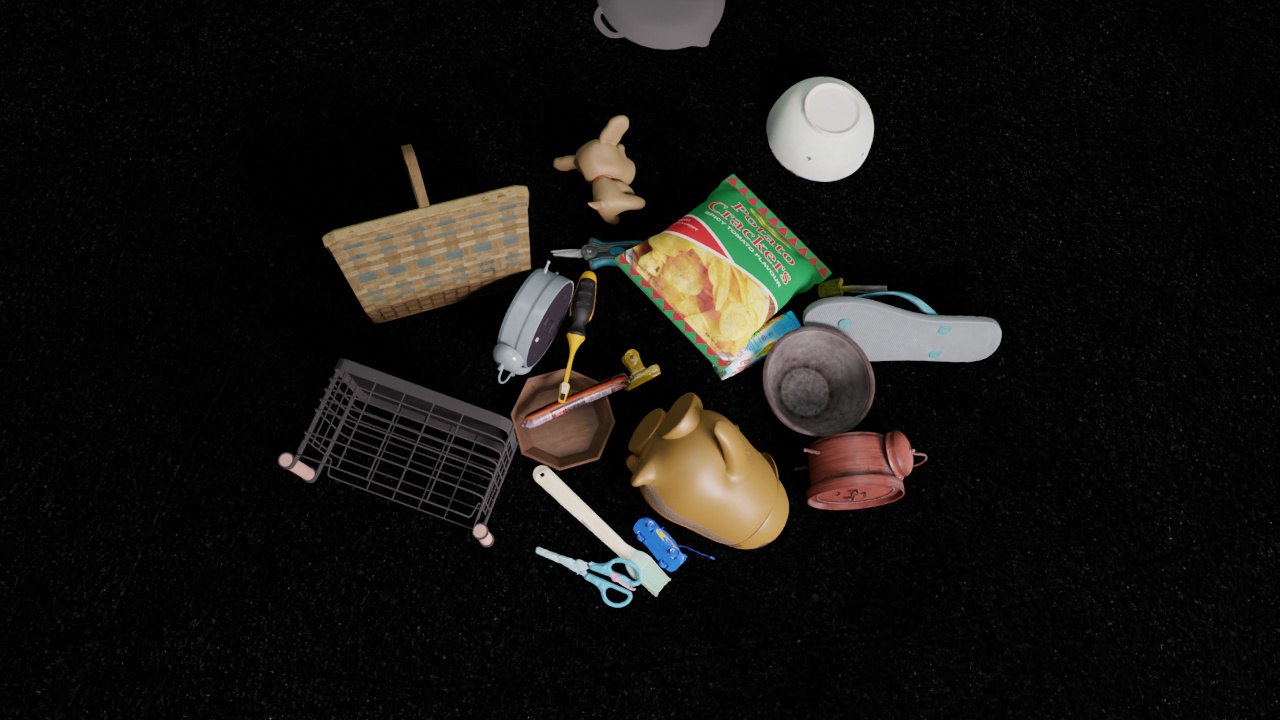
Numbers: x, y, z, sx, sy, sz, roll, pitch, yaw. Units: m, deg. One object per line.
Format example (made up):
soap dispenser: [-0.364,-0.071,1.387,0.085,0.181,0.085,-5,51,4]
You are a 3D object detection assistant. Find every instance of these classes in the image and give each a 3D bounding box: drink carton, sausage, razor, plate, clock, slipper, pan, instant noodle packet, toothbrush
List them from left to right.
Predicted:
clock: [-0.137,-0.042,1.143,0.045,0.122,0.159,28,87,6]
plate: [-0.098,0.075,1.162,0.131,0.025,0.131,2,74,-6]
toothbrush: [-0.082,-0.033,1.176,0.031,0.031,0.196,13,61,-6]
sausage: [-0.079,0.049,1.147,0.155,0.020,0.020,-23,78,-12]
pan: [0.081,-0.584,1.367,0.354,0.024,0.216,-36,81,-15]
instant noodle packet: [0.114,-0.123,1.202,0.195,0.091,0.252,46,57,6]
drink carton: [0.152,-0.019,1.208,0.128,0.044,0.038,-28,79,-14]
razor: [0.294,-0.097,1.243,0.105,0.043,0.026,-2,85,-30]
clock: [0.278,0.136,1.142,0.158,0.121,0.072,-4,67,1]
slipper: [0.342,-0.043,1.223,0.268,0.098,0.054,8,40,-6]

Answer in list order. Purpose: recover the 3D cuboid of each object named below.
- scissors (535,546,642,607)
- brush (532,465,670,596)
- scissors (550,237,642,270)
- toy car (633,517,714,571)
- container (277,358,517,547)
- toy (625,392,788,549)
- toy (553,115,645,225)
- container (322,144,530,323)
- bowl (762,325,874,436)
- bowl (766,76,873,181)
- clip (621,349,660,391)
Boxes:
scissors: [-0.067,0.258,1.122,0.139,0.015,0.063,18,95,9]
brush: [-0.052,0.208,1.139,0.217,0.012,0.033,42,75,7]
scissors: [-0.041,-0.148,1.235,0.129,0.019,0.137,41,67,15]
toy car: [0.042,0.225,1.140,0.092,0.033,0.061,48,42,16]
container: [-0.265,0.110,1.059,0.241,0.163,0.130,20,73,1]
toy: [0.095,0.142,1.110,0.203,0.199,0.162,39,55,-15]
toy: [-0.045,-0.244,1.225,0.105,0.134,0.108,2,68,-51]
container: [-0.263,-0.168,1.148,0.249,0.158,0.186,-16,88,-11]
bowl: [0.222,0.033,1.189,0.145,0.067,0.144,2,74,-6]
bowl: [0.261,-0.337,1.294,0.153,0.073,0.153,2,73,-6]
clip: [-0.005,0.008,1.187,0.053,0.039,0.047,-28,87,-12]
